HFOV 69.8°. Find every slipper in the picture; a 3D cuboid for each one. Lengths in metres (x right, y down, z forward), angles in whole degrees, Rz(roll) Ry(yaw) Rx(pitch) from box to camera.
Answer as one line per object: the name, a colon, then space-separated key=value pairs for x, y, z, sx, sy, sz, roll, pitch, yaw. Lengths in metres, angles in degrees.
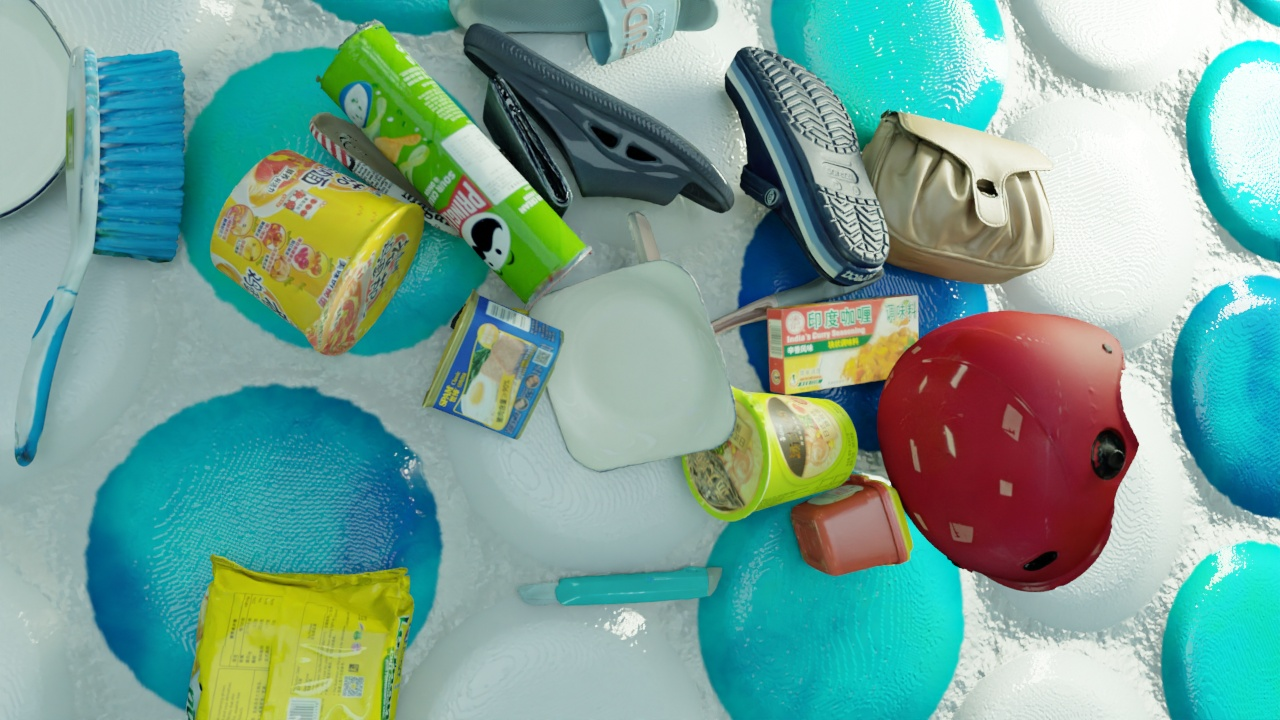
slipper: x=-0.046 y=-0.186 z=0.792 sx=0.268 sy=0.110 sz=0.083 roll=32 pitch=93 yaw=-4
slipper: x=0.144 y=-0.171 z=0.838 sx=0.105 sy=0.095 sz=0.252 roll=0 pitch=60 yaw=-39
slipper: x=-0.042 y=-0.305 z=0.801 sx=0.245 sy=0.104 sz=0.074 roll=-6 pitch=82 yaw=-11

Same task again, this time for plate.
plate: x=-0.525 y=-0.192 z=0.686 sx=0.204 sy=0.046 sz=0.204 roll=2 pitch=84 yaw=-14
plate: x=-0.005 y=0.004 z=0.768 sx=0.165 sy=0.034 sz=0.163 roll=-14 pitch=98 yaw=26

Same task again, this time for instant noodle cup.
instant noodle cup: x=-0.249 y=-0.088 z=0.706 sx=0.110 sy=0.138 sz=0.138 roll=31 pitch=76 yaw=-1
instant noodle cup: x=0.116 y=0.074 z=0.785 sx=0.123 sy=0.112 sz=0.111 roll=-2 pitch=83 yaw=-35

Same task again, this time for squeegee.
squeegee: x=0.119 y=-0.046 z=0.844 sx=0.249 sy=0.040 sz=0.248 roll=-21 pitch=105 yaw=-22

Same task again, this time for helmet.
helmet: x=0.286 y=0.069 z=0.775 sx=0.143 sy=0.207 sz=0.239 roll=12 pitch=74 yaw=-30

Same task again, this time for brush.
brush: x=-0.405 y=-0.080 z=0.687 sx=0.109 sy=0.061 sz=0.314 roll=-2 pitch=97 yaw=-45

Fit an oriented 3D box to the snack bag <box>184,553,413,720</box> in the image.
snack bag: x=-0.262 y=0.275 z=0.689 sx=0.158 sy=0.068 sz=0.246 roll=7 pitch=81 yaw=-14

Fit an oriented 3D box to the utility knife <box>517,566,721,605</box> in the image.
utility knife: x=-0.015 y=0.195 z=0.791 sx=0.182 sy=0.013 sz=0.029 roll=1 pitch=80 yaw=-16

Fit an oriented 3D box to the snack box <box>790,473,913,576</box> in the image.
snack box: x=0.183 y=0.147 z=0.812 sx=0.080 sy=0.091 sz=0.082 roll=-16 pitch=88 yaw=-9

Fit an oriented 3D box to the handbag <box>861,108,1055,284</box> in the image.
handbag: x=0.302 y=-0.155 z=0.873 sx=0.204 sy=0.100 sz=0.147 roll=9 pitch=78 yaw=-17

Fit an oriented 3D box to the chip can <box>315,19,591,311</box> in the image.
chip can: x=-0.141 y=-0.148 z=0.710 sx=0.072 sy=0.072 sz=0.236 roll=-45 pitch=97 yaw=-16

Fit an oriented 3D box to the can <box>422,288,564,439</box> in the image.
can: x=-0.119 y=0.006 z=0.749 sx=0.083 sy=0.057 sz=0.102 roll=23 pitch=110 yaw=-14

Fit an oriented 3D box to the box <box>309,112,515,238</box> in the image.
box: x=-0.188 y=-0.167 z=0.756 sx=0.162 sy=0.076 sz=0.086 roll=35 pitch=45 yaw=-13

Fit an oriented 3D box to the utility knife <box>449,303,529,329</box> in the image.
utility knife: x=-0.064 y=-0.024 z=0.803 sx=0.202 sy=0.015 sz=0.033 roll=7 pitch=104 yaw=-15

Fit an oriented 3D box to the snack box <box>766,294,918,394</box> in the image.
snack box: x=0.189 y=-0.017 z=0.845 sx=0.155 sy=0.027 sz=0.077 roll=-7 pitch=99 yaw=-25

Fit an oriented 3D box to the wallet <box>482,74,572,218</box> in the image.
wallet: x=-0.098 y=-0.169 z=0.769 sx=0.019 sy=0.097 sz=0.121 roll=-30 pitch=92 yaw=-15
